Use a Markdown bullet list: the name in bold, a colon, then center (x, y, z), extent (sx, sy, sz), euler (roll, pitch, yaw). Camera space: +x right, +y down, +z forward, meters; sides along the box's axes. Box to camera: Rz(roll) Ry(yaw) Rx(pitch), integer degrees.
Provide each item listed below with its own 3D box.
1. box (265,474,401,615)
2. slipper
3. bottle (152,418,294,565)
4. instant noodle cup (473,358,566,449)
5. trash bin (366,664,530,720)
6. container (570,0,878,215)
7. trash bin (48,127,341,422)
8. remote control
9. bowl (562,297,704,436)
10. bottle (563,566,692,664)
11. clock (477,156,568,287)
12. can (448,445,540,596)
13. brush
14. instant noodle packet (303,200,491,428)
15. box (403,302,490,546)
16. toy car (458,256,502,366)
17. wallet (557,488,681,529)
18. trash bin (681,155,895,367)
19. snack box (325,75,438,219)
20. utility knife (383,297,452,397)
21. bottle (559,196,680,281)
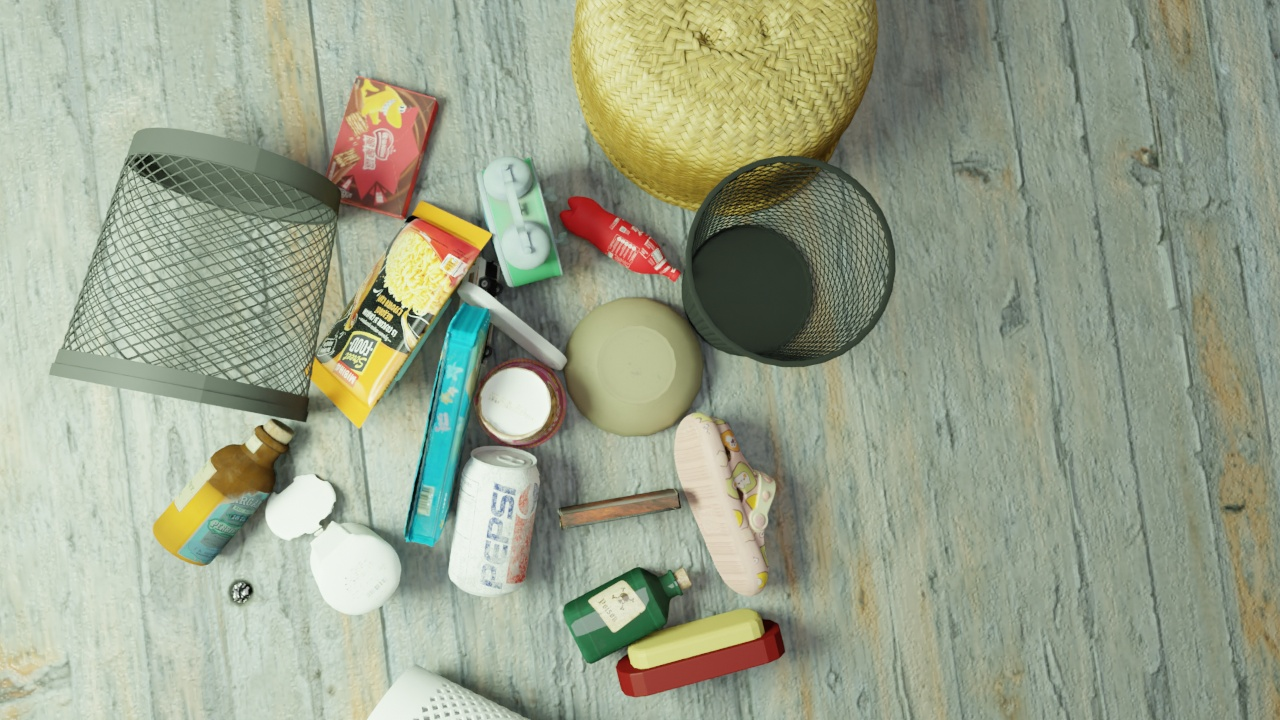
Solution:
- **box**: center (-0.309, 0.179, 0.914), extent (0.141, 0.140, 0.083), euler (47, 71, -16)
- **slipper**: center (0.099, 0.143, 0.957), extent (0.081, 0.093, 0.197), euler (-18, 91, -25)
- **bottle**: center (-0.412, 0.126, 0.926), extent (0.068, 0.068, 0.157), euler (40, 86, -1)
- **instant noodle cup**: center (-0.123, 0.044, 0.928), extent (0.097, 0.108, 0.097), euler (0, 87, -5)
- **trash bin**: center (-0.170, 0.405, 0.881), extent (0.199, 0.195, 0.195), euler (30, 86, 7)
- **container**: center (0.083, -0.310, 0.917), extent (0.307, 0.196, 0.307), euler (0, 89, -3)
- **trash bin**: center (-0.403, -0.074, 0.867), extent (0.218, 0.218, 0.227), euler (11, 83, -3)
- **remote control**: center (-0.130, -0.034, 0.936), extent (0.136, 0.043, 0.013), euler (40, 72, -23)
- **bowl**: center (-0.006, 0.006, 0.966), extent (0.152, 0.050, 0.152), euler (0, 87, -4)
- **bottle**: center (-0.009, 0.254, 0.950), extent (0.131, 0.061, 0.061), euler (-27, 92, -5)
- **clock**: center (-0.115, -0.140, 0.910), extent (0.075, 0.161, 0.122), euler (-15, 89, -4)
- **can**: center (-0.146, 0.161, 0.923), extent (0.078, 0.078, 0.136), euler (9, 101, -4)
- **brush**: center (0.059, 0.295, 0.942), extent (0.173, 0.082, 0.042), euler (-14, 88, -4)
- **instant noodle packet**: center (-0.248, -0.054, 0.916), extent (0.032, 0.160, 0.220), euler (37, 84, -42)
- **box**: center (-0.190, 0.062, 0.894), extent (0.041, 0.094, 0.227), euler (13, 109, -7)
- **toy car**: center (-0.173, -0.051, 0.967), extent (0.039, 0.039, 0.113), euler (8, 87, 17)
- **wallet**: center (-0.023, 0.152, 0.948), extent (0.123, 0.072, 0.019), euler (-9, 88, -5)
- **trash bin**: center (0.124, -0.081, 0.899), extent (0.184, 0.210, 0.184), euler (0, 87, -4)
- **snack box**: center (-0.276, -0.225, 0.973), extent (0.089, 0.021, 0.133), euler (15, 86, -2)
- **utility knife**: center (-0.241, -0.017, 0.971), extent (0.022, 0.015, 0.126), euler (33, 87, -34)
- **bottle**: center (-0.020, -0.126, 0.976), extent (0.141, 0.042, 0.042), euler (32, 86, -2)
